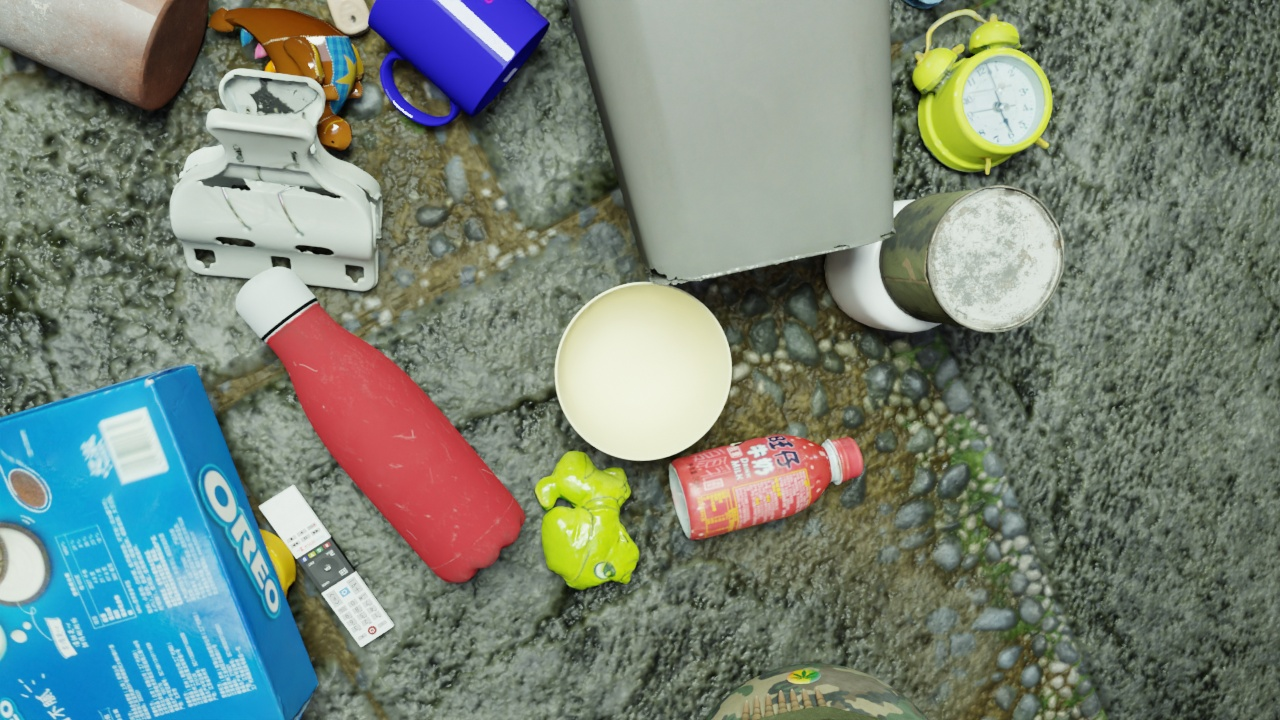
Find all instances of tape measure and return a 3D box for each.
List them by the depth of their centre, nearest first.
[{"bbox_3d":[-0.267,0.144,0.624,0.059,0.030,0.068,-42,97,5],"label":"tape measure"}]

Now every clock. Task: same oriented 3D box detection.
[{"bbox_3d":[0.245,-0.195,0.668,0.083,0.057,0.119,-27,94,-6],"label":"clock"}]

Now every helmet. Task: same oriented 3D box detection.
[{"bbox_3d":[0.118,0.317,0.613,0.224,0.236,0.193,-10,113,-12],"label":"helmet"}]

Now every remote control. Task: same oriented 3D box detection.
[{"bbox_3d":[-0.219,0.144,0.645,0.028,0.012,0.124,-32,101,-5],"label":"remote control"}]

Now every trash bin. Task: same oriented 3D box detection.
[{"bbox_3d":[0.056,-0.178,0.570,0.197,0.197,0.220,-12,105,-1],"label":"trash bin"}]

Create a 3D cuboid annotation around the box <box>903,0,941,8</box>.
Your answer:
[{"bbox_3d":[0.142,-0.329,0.653,0.209,0.052,0.067,29,113,-10],"label":"box"}]

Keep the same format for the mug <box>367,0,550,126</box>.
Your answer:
[{"bbox_3d":[-0.125,-0.205,0.594,0.083,0.079,0.111,41,116,-12],"label":"mug"}]

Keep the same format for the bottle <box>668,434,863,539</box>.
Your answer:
[{"bbox_3d":[0.094,0.086,0.671,0.137,0.062,0.062,-13,99,-10],"label":"bottle"}]

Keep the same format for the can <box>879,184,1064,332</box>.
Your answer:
[{"bbox_3d":[0.212,-0.066,0.596,0.090,0.074,0.090,-1,97,-9],"label":"can"}]

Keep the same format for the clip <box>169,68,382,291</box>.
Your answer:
[{"bbox_3d":[-0.228,-0.114,0.580,0.125,0.089,0.151,3,132,-12],"label":"clip"}]

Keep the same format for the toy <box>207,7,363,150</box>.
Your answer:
[{"bbox_3d":[-0.231,-0.179,0.590,0.103,0.070,0.090,17,110,2],"label":"toy"}]

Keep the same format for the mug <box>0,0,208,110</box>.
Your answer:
[{"bbox_3d":[-0.321,-0.217,0.531,0.110,0.123,0.096,19,64,-16],"label":"mug"}]

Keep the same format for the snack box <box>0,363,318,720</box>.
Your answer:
[{"bbox_3d":[-0.342,0.142,0.582,0.195,0.056,0.239,-16,100,5],"label":"snack box"}]

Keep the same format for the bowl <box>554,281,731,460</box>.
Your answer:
[{"bbox_3d":[-0.004,0.004,0.636,0.118,0.074,0.118,-1,97,-10],"label":"bowl"}]

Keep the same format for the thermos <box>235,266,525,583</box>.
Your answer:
[{"bbox_3d":[-0.176,0.040,0.610,0.073,0.073,0.240,-39,101,-4],"label":"thermos"}]

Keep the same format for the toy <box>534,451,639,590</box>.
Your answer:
[{"bbox_3d":[-0.038,0.119,0.665,0.094,0.036,0.093,27,85,-10],"label":"toy"}]

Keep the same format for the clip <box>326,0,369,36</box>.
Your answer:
[{"bbox_3d":[-0.194,-0.243,0.595,0.026,0.049,0.061,-18,72,-9],"label":"clip"}]

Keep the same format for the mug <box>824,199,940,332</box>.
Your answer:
[{"bbox_3d":[0.195,-0.076,0.666,0.115,0.068,0.094,-46,102,-2],"label":"mug"}]
